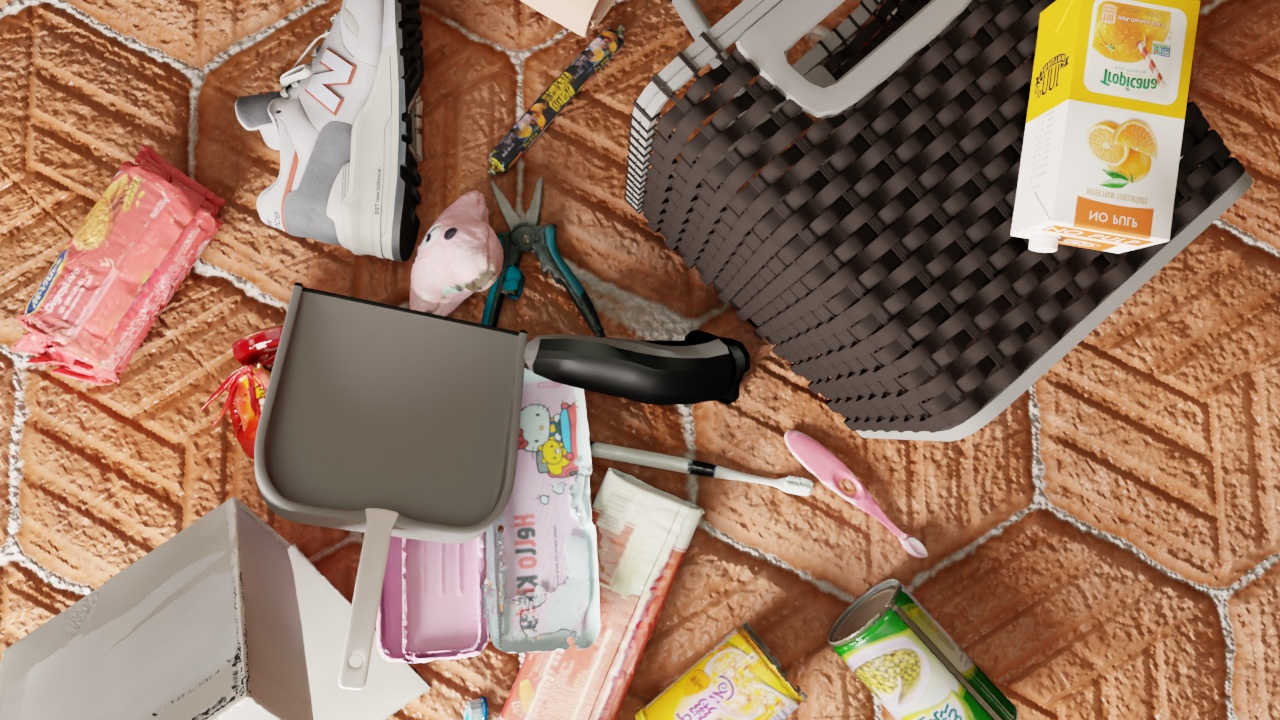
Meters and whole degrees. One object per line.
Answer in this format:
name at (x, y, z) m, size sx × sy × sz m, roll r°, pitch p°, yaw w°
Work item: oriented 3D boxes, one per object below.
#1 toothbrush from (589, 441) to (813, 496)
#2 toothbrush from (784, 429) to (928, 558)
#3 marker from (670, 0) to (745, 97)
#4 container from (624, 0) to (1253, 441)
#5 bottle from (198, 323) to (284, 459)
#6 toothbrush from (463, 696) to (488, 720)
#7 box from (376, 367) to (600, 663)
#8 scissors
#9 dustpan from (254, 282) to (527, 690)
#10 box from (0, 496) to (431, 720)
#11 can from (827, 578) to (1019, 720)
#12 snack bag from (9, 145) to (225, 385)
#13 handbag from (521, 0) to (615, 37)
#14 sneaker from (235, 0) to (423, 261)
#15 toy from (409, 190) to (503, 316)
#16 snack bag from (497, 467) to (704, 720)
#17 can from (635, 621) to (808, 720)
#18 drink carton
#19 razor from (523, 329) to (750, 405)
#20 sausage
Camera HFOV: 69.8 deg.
toothbrush at (0.035, 0.077, 0.674) m, size 0.187 × 0.017 × 0.012 m, roll 10°, pitch 64°, yaw 2°
toothbrush at (0.158, 0.098, 0.671) m, size 0.135 × 0.016 × 0.021 m, roll 42°, pitch 85°, yaw 4°
marker at (0.041, -0.261, 0.714) m, size 0.022 × 0.016 × 0.138 m, roll -32°, pitch 84°, yaw 28°
container at (0.164, -0.113, 0.583) m, size 0.247 × 0.245 × 0.243 m, roll -41°, pitch 88°, yaw -4°
bottle at (-0.243, 0.033, 0.643) m, size 0.099 × 0.099 × 0.111 m, roll -17°, pitch 86°, yaw -1°
toothbrush at (-0.123, 0.308, 0.650) m, size 0.017 × 0.022 × 0.135 m, roll 11°, pitch 82°, yaw -39°
box at (-0.109, 0.104, 0.645) m, size 0.153 × 0.041 × 0.201 m, roll -2°, pitch 71°, yaw -7°
scissors at (-0.074, -0.064, 0.690) m, size 0.118 × 0.019 × 0.148 m, roll 16°, pitch 82°, yaw 3°
dustpan at (-0.162, 0.075, 0.585) m, size 0.163 × 0.033 × 0.257 m, roll 12°, pitch 64°, yaw -17°
box at (-0.263, 0.217, 0.653) m, size 0.167 × 0.446 × 0.164 m, roll -33°, pitch 77°, yaw -4°
can at (0.194, 0.218, 0.632) m, size 0.067 × 0.067 × 0.121 m, roll -42°, pitch 85°, yaw -4°
snack bag at (-0.375, -0.063, 0.665) m, size 0.082 × 0.082 × 0.176 m, roll 31°, pitch 86°, yaw 4°
handbag at (-0.082, -0.343, 0.635) m, size 0.199 × 0.187 × 0.116 m, roll 31°, pitch 78°, yaw -1°
sneaker at (-0.228, -0.192, 0.670) m, size 0.124 × 0.089 × 0.239 m, roll -1°, pitch 87°, yaw -3°
toy at (-0.133, -0.081, 0.670) m, size 0.052 × 0.099 × 0.095 m, roll 23°, pitch 56°, yaw -36°
snack bag at (-0.032, 0.193, 0.652) m, size 0.077 × 0.041 × 0.225 m, roll 23°, pitch 86°, yaw 4°
can at (0.054, 0.240, 0.631) m, size 0.105 × 0.068 × 0.067 m, roll -40°, pitch 85°, yaw -4°
drink carton at (0.224, -0.113, 0.447) m, size 0.058 × 0.040 × 0.122 m, roll 9°, pitch 88°, yaw -4°
razor at (-0.004, 0.004, 0.652) m, size 0.156 × 0.057 × 0.060 m, roll -1°, pitch 45°, yaw -16°
sausage at (-0.065, -0.201, 0.704) m, size 0.020 × 0.020 × 0.155 m, roll 41°, pitch 86°, yaw 5°
